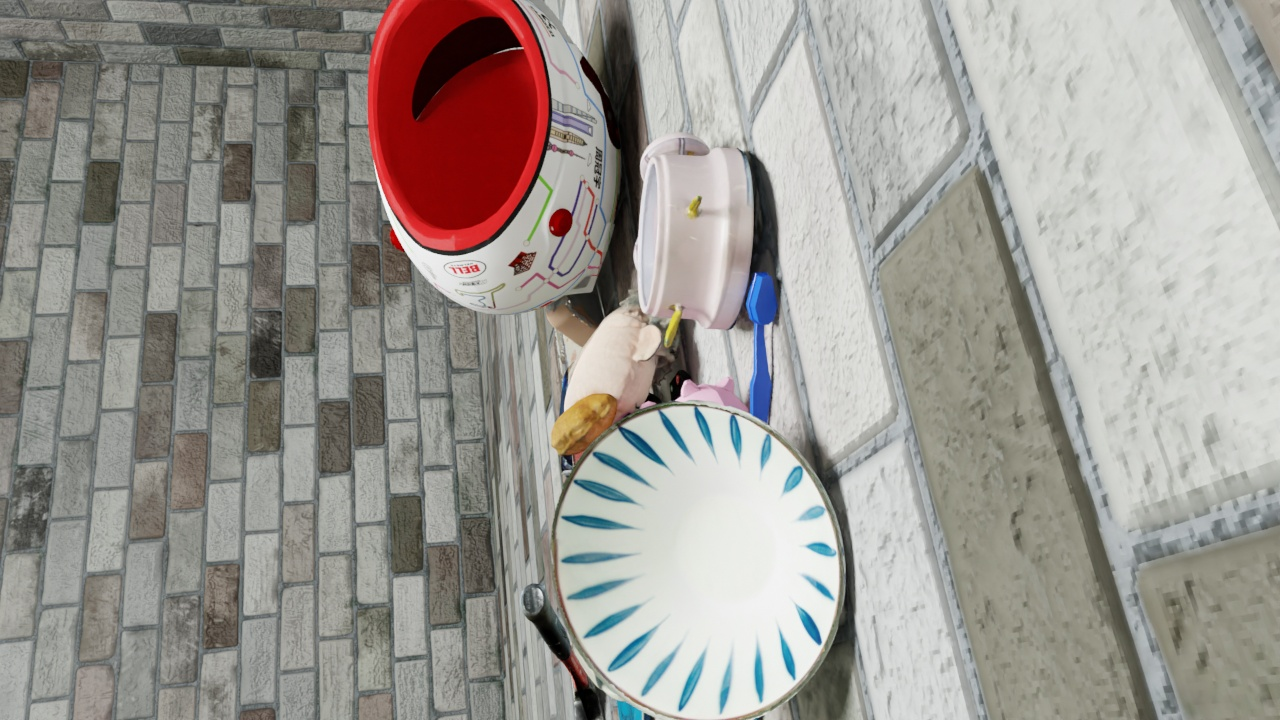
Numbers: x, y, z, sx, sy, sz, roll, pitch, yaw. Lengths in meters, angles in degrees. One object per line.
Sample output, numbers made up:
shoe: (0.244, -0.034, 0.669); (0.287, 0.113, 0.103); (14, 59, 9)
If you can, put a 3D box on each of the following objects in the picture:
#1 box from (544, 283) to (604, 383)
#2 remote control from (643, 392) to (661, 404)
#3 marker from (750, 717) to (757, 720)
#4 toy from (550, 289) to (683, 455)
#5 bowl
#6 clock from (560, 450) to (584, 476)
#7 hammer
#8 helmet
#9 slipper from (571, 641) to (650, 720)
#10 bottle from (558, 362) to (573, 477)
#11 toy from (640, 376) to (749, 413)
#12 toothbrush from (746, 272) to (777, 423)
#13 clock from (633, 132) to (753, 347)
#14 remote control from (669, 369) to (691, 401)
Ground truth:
box: (-0.099, -0.085, 1.091); (0.121, 0.094, 0.216); (43, -156, -44)
remote control: (0.004, 0.097, 0.836); (0.045, 0.021, 0.141); (-96, 11, -54)
marker: (0.073, 0.198, 0.593); (0.018, 0.015, 0.123); (23, 118, 36)
toy: (-0.019, 0.018, 0.717); (0.133, 0.076, 0.175); (-53, 4, 39)
bowl: (0.040, 0.113, 0.534); (0.070, 0.178, 0.177); (10, -106, -63)
clock: (-0.049, 0.125, 0.943); (0.156, 0.062, 0.110); (-102, 6, -59)
hammer: (-0.086, 0.336, 1.038); (0.327, 0.036, 0.140); (79, 178, -55)
helmet: (-0.134, -0.203, 0.913); (0.235, 0.231, 0.314); (-11, -82, -72)
slipper: (-0.039, 0.262, 0.968); (0.118, 0.060, 0.294); (112, 152, -52)
bottle: (-0.065, 0.071, 1.040); (0.056, 0.056, 0.161); (-107, 20, -46)
toy: (0.026, 0.074, 0.636); (0.123, 0.067, 0.158); (-130, 42, -52)
toothbrush: (0.074, 0.039, 0.568); (0.011, 0.016, 0.187); (-138, 45, -68)
clock: (0.030, -0.088, 0.608); (0.157, 0.059, 0.117); (-102, 16, -61)
remote control: (0.039, 0.071, 0.716); (0.039, 0.010, 0.124); (120, 145, -65)
